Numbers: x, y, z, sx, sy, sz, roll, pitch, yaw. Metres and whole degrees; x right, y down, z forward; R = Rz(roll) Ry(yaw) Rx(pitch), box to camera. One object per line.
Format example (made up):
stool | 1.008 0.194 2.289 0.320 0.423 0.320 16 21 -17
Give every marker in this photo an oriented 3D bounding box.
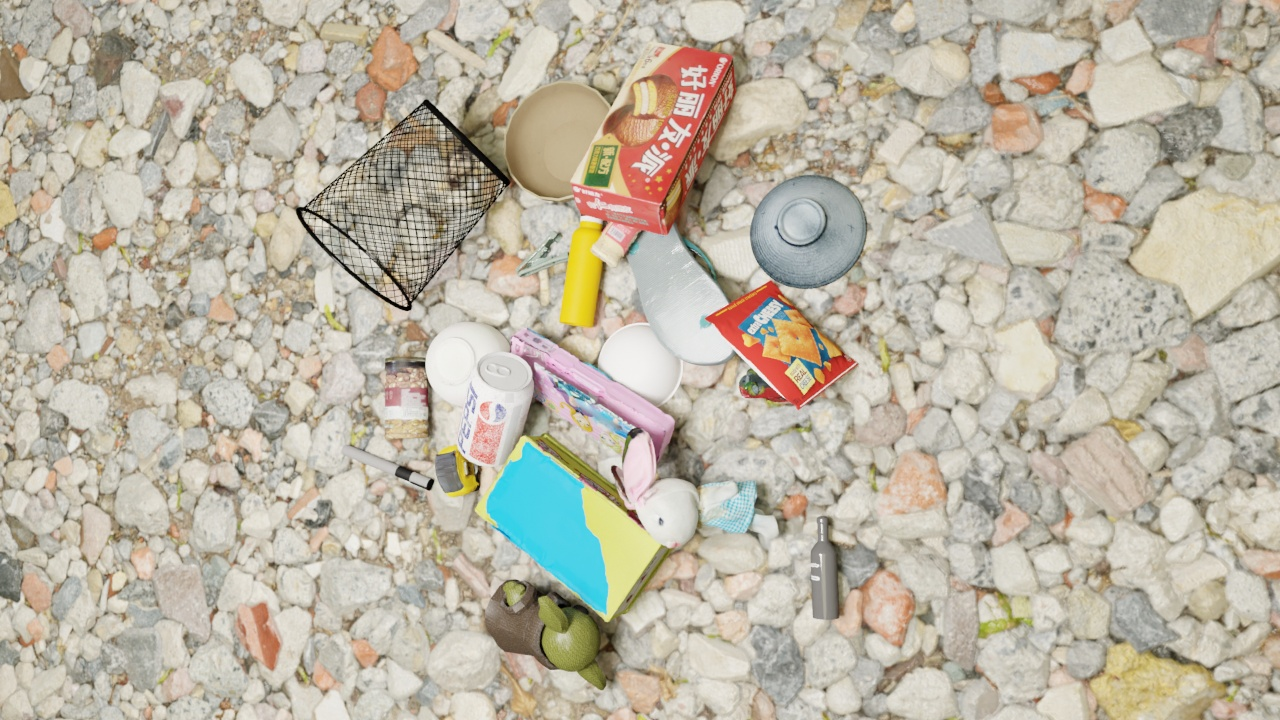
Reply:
marker | -0.338 0.142 1.223 0.140 0.016 0.016 18 91 18

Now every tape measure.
tape measure | -0.230 0.139 1.164 0.037 0.064 0.065 -12 83 17

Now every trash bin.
trash bin | -0.288 -0.201 1.158 0.210 0.184 0.184 -45 75 3

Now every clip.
clip | -0.128 -0.130 1.177 0.076 0.023 0.059 -33 76 10

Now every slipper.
slipper | 0.039 -0.099 1.115 0.098 0.054 0.268 -34 66 14

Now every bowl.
bowl | -0.227 0.004 1.175 0.113 0.063 0.113 -2 84 17
bowl | -0.094 -0.271 1.162 0.152 0.050 0.152 -1 85 17
bowl | 0.190 -0.155 1.062 0.137 0.057 0.137 -2 85 17
bowl | -0.007 0.006 1.118 0.110 0.040 0.110 -1 85 17

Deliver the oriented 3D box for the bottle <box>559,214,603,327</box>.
bottle | -0.070 -0.115 1.146 0.043 0.043 0.143 8 88 17

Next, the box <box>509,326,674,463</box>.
box | -0.071 0.051 1.113 0.230 0.053 0.085 32 133 17

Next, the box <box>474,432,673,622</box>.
box | -0.079 0.196 1.109 0.221 0.080 0.124 34 96 19

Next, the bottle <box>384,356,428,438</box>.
bottle | -0.306 0.050 1.199 0.056 0.056 0.105 -3 85 17

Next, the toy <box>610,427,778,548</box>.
toy | 0.058 0.173 1.044 0.205 0.131 0.105 21 57 -5

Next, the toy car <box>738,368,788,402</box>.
toy car | 0.160 0.027 1.065 0.091 0.042 0.036 -3 117 11

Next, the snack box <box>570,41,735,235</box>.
snack box | 0.020 -0.264 1.074 0.113 0.060 0.235 17 65 18

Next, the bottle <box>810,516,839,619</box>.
bottle | 0.208 0.233 1.039 0.030 0.030 0.113 -3 85 17

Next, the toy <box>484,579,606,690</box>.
toy | -0.113 0.314 1.084 0.153 0.179 0.078 8 46 38

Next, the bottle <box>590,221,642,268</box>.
bottle | -0.016 -0.165 1.106 0.044 0.044 0.109 37 97 16

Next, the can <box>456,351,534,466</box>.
can | -0.177 0.061 1.117 0.078 0.078 0.136 35 133 17

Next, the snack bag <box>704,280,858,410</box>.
snack bag | 0.160 -0.020 1.037 0.144 0.130 0.039 46 137 15
